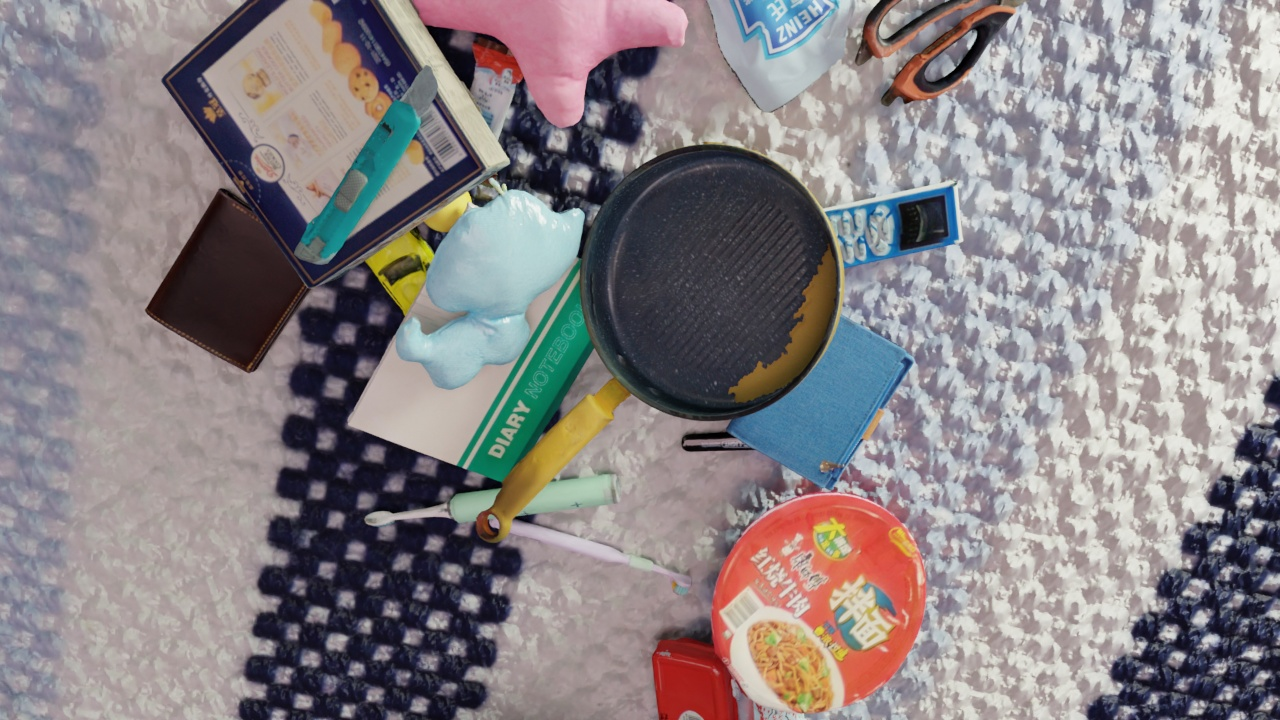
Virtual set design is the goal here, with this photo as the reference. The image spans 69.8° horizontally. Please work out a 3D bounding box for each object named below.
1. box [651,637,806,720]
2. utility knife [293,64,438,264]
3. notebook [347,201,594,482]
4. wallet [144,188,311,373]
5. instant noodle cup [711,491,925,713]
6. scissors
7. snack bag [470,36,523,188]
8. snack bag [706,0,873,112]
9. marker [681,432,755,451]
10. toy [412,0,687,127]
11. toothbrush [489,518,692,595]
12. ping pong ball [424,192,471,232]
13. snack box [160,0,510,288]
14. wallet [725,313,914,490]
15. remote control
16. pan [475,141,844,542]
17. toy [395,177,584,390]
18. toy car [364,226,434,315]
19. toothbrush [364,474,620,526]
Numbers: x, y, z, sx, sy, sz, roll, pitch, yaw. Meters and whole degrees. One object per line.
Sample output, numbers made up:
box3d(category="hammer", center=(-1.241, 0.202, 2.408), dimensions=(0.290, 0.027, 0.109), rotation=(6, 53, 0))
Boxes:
box3d(category="box", center=(0.091, 0.346, 0.863), dimensions=(0.154, 0.073, 0.201), rotation=(-8, 110, -1))
box3d(category="utility knife", center=(-0.188, -0.127, 0.624), dimensions=(0.029, 0.013, 0.180), rotation=(41, 116, -4))
box3d(category="notebook", center=(-0.121, -0.005, 0.738), dimensions=(0.150, 0.012, 0.209), rotation=(25, 108, -25))
box3d(category="wallet", center=(-0.320, -0.060, 0.729), dimensions=(0.096, 0.020, 0.122), rotation=(34, 105, -18))
box3d(category="instant noodle cup", center=(0.144, 0.200, 0.791), dimensions=(0.193, 0.066, 0.194), rotation=(-2, 98, -13))
box3d(category="scissors", center=(0.265, -0.254, 0.663), dimensions=(0.207, 0.015, 0.192), rotation=(6, 120, -17))
box3d(category="snack bag", center=(-0.116, -0.184, 0.682), dimensions=(0.048, 0.026, 0.104), rotation=(18, 110, -1))
box3d(category="snack bag", center=(0.079, -0.281, 0.645), dimensions=(0.110, 0.039, 0.191), rotation=(-39, 107, 1))
box3d(category="marker", center=(0.097, 0.069, 0.784), dimensions=(0.124, 0.015, 0.018), rotation=(-2, 105, 0))
box3d(category="toy", center=(-0.056, -0.264, 0.623), dimensions=(0.194, 0.074, 0.179), rotation=(32, 109, -6))
box3d(category="toothbrush", center=(-0.045, 0.172, 0.819), dimensions=(0.189, 0.029, 0.021), rotation=(20, 68, -6))
box3d(category="ping pong ball", center=(-0.149, -0.118, 0.698), dimensions=(0.040, 0.040, 0.040), rotation=(0, 110, -1))
box3d(category="snack box", center=(-0.215, -0.169, 0.647), dimensions=(0.183, 0.045, 0.178), rotation=(-27, 103, 24))
box3d(category="wallet", center=(0.148, 0.028, 0.753), dimensions=(0.106, 0.040, 0.133), rotation=(29, 101, -1))
box3d(category="remote control", center=(0.188, -0.104, 0.717), dimensions=(0.125, 0.024, 0.049), rotation=(-11, 110, 2))
box3d(category="pan", center=(-0.004, 0.004, 0.681), dimensions=(0.197, 0.078, 0.358), rotation=(45, 111, 15))
box3d(category="toy", center=(-0.110, -0.056, 0.675), dimensions=(0.161, 0.050, 0.156), rotation=(-24, 136, -18))
box3d(category="toy car", center=(-0.182, -0.067, 0.721), dimensions=(0.048, 0.032, 0.105), rotation=(-29, 106, 10))
box3d(category="toothbrush", center=(-0.129, 0.125, 0.796), dimensions=(0.224, 0.026, 0.027), rotation=(-8, 154, 2))
